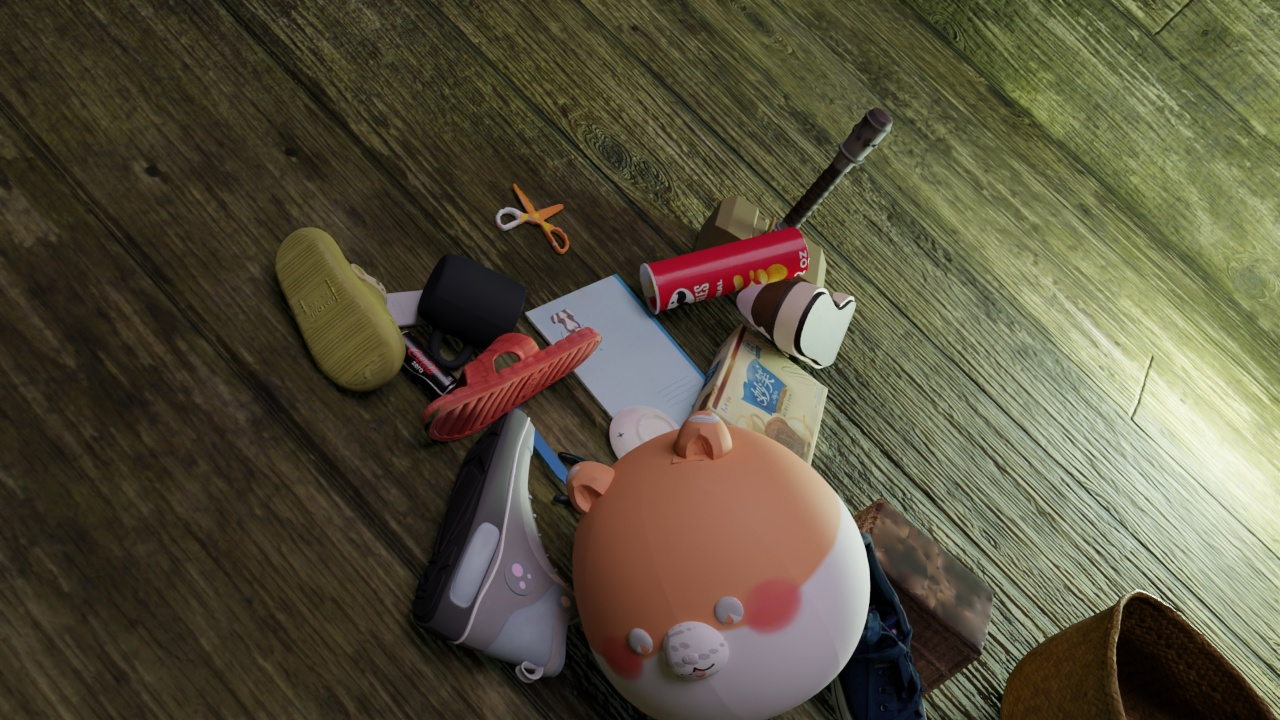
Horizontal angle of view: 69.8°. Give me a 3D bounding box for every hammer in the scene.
[{"bbox_3d":[0.238,-0.223,1.298,0.190,0.326,0.100,30,42,-10],"label":"hammer"}]

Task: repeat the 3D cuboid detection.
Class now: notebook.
[{"bbox_3d":[-0.007,0.007,1.158,0.253,0.009,0.180,49,42,10],"label":"notebook"}]

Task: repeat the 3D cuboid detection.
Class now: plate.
[{"bbox_3d":[0.015,0.092,1.073,0.104,0.026,0.104,18,47,-21],"label":"plate"}]

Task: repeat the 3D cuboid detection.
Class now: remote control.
[{"bbox_3d":[-0.228,-0.064,1.060,0.146,0.008,0.045,-10,61,-41],"label":"remote control"}]

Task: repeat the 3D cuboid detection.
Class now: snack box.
[{"bbox_3d":[0.154,0.061,1.177,0.153,0.055,0.206,37,36,-6],"label":"snack box"}]

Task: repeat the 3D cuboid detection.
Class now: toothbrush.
[{"bbox_3d":[-0.098,0.101,0.987,0.016,0.014,0.166,-22,60,-36],"label":"toothbrush"}]

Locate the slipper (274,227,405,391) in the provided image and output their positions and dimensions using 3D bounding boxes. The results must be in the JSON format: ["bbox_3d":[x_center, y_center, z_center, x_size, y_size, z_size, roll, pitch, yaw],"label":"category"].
[{"bbox_3d":[-0.305,-0.051,0.950,0.190,0.092,0.081,54,12,11],"label":"slipper"}]

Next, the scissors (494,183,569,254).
[{"bbox_3d":[-0.144,-0.190,1.231,0.130,0.011,0.125,-16,65,-43],"label":"scissors"}]

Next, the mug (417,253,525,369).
[{"bbox_3d":[-0.196,-0.049,1.015,0.094,0.085,0.121,26,80,-23],"label":"mug"}]

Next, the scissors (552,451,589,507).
[{"bbox_3d":[-0.036,0.145,1.005,0.151,0.019,0.118,45,42,8],"label":"scissors"}]

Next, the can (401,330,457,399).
[{"bbox_3d":[-0.231,0.007,0.978,0.080,0.032,0.031,44,41,6],"label":"can"}]

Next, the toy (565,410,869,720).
[{"bbox_3d":[0.062,0.185,0.826,0.281,0.263,0.265,59,20,-16],"label":"toy"}]

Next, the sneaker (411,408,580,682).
[{"bbox_3d":[-0.110,0.173,0.886,0.160,0.093,0.256,35,39,-18],"label":"sneaker"}]

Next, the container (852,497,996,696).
[{"bbox_3d":[0.301,0.272,1.068,0.198,0.113,0.113,39,41,1],"label":"container"}]

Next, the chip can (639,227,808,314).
[{"bbox_3d":[0.114,-0.123,1.243,0.220,0.069,0.069,-15,60,-12],"label":"chip can"}]

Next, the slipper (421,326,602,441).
[{"bbox_3d":[-0.143,0.011,0.983,0.059,0.104,0.248,49,43,11],"label":"slipper"}]

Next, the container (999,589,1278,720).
[{"bbox_3d":[0.566,0.448,1.044,0.306,0.197,0.306,21,43,-22],"label":"container"}]

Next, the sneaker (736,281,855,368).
[{"bbox_3d":[0.212,-0.059,1.282,0.116,0.112,0.293,24,10,23],"label":"sneaker"}]

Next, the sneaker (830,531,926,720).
[{"bbox_3d":[0.250,0.306,0.939,0.120,0.127,0.294,-22,94,-32],"label":"sneaker"}]
